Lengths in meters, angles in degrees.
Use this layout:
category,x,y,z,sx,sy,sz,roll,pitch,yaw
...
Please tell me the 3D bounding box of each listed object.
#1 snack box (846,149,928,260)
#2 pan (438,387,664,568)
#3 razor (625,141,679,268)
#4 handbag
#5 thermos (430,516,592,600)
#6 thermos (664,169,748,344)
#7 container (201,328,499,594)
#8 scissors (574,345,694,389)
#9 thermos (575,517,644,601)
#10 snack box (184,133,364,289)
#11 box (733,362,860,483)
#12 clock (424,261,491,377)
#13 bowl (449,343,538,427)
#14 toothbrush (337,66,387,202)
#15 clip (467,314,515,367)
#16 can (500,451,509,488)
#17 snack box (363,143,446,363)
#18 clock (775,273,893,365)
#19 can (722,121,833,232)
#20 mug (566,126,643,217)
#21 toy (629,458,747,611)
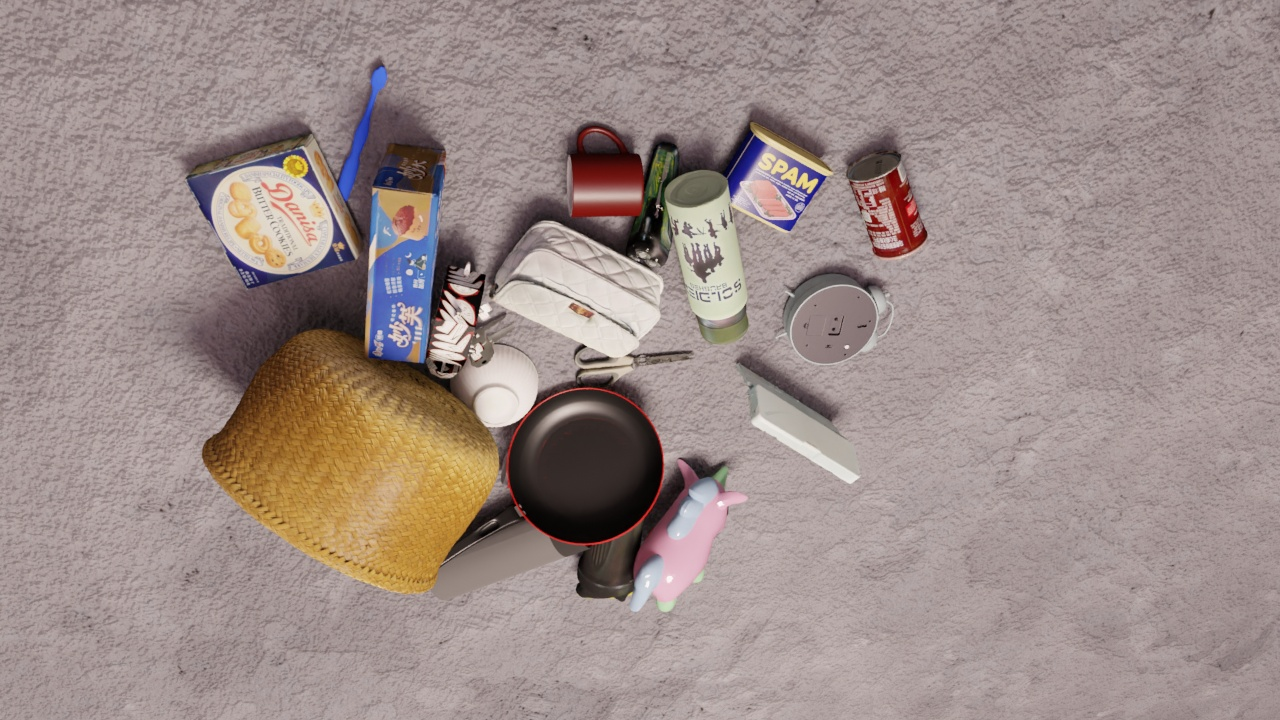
category,x,y,z,sx,sy,sz,roll,pitch,yaw
snack box,0.311,-0.195,1.157,0.072,0.072,0.121,-27,121,6
pan,-0.133,0.182,1.222,0.356,0.209,0.067,-34,166,-6
razor,0.019,-0.186,1.112,0.054,0.067,0.152,13,114,4
handbag,-0.078,-0.079,1.139,0.194,0.072,0.139,25,139,-21
thermos,-0.188,0.267,1.314,0.241,0.082,0.082,-22,123,14
thermos,0.085,-0.120,1.142,0.082,0.082,0.232,-18,134,0
container,-0.317,0.108,1.082,0.307,0.307,0.196,37,91,-27
scissors,-0.010,-0.005,1.244,0.171,0.012,0.121,-28,124,10
thermos,-0.036,0.257,1.355,0.098,0.098,0.221,4,115,-13
snack box,-0.415,-0.168,1.049,0.145,0.042,0.144,-15,122,5
box,0.219,0.082,1.268,0.197,0.134,0.041,32,120,-26
clock,-0.220,-0.040,1.117,0.065,0.114,0.155,13,143,-13
bowl,-0.192,0.044,1.212,0.118,0.062,0.118,-5,121,-8
toothbrush,-0.319,-0.249,1.042,0.016,0.018,0.183,19,118,-17
clip,-0.205,-0.012,1.182,0.102,0.058,0.050,-28,135,7
can,-0.145,0.159,1.296,0.096,0.054,0.054,11,118,-17
snack box,-0.266,-0.123,1.043,0.069,0.154,0.203,6,119,-11
clock,0.269,-0.057,1.249,0.159,0.045,0.123,0,121,-12
can,0.161,-0.221,1.122,0.116,0.056,0.092,22,115,-22
mug,-0.043,-0.223,1.082,0.082,0.073,0.105,-2,92,-9
toy,0.058,0.259,1.328,0.221,0.120,0.171,-37,144,-42
